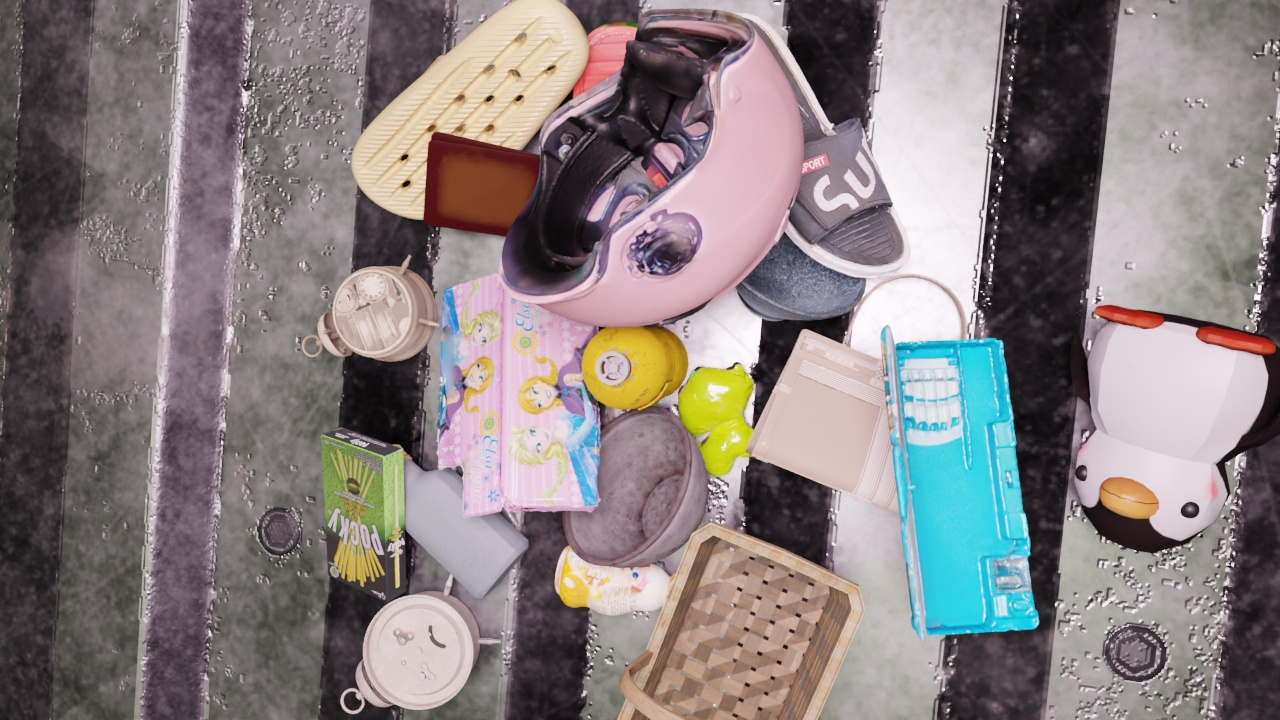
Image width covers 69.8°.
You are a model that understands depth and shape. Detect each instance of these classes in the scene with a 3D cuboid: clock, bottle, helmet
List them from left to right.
[{"bbox_3d":[-0.263,-0.038,0.873,0.141,0.054,0.093,-24,86,9],"label":"clock"},{"bbox_3d":[-0.219,0.282,0.871,0.157,0.061,0.103,-37,85,3],"label":"clock"},{"bbox_3d":[-0.185,0.144,0.864,0.161,0.046,0.072,42,109,8],"label":"bottle"},{"bbox_3d":[-0.020,0.199,0.825,0.109,0.063,0.063,10,93,13],"label":"bottle"},{"bbox_3d":[-0.005,0.004,0.765,0.071,0.163,0.071,0,91,11],"label":"bottle"},{"bbox_3d":[0.014,-0.125,0.687,0.152,0.230,0.255,36,95,-35],"label":"helmet"}]

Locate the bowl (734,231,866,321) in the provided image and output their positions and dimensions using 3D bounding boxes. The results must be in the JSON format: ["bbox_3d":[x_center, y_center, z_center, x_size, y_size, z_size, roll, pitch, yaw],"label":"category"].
[{"bbox_3d":[0.117,-0.072,0.783,0.137,0.136,0.057,35,137,8],"label":"bowl"}]

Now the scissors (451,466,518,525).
[{"bbox_3d":[-0.128,0.070,0.869,0.118,0.014,0.161,34,101,10],"label":"scissors"}]

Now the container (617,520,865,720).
[{"bbox_3d":[0.070,0.269,0.746,0.157,0.186,0.250,22,96,10],"label":"container"}]

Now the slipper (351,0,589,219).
[{"bbox_3d":[-0.148,-0.227,0.829,0.262,0.079,0.111,-35,114,26],"label":"slipper"}]

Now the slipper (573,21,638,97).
[{"bbox_3d":[-0.016,-0.168,0.816,0.104,0.059,0.248,-1,90,13],"label":"slipper"}]

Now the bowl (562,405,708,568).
[{"bbox_3d":[0.006,0.119,0.798,0.145,0.067,0.144,-28,44,31],"label":"bowl"}]

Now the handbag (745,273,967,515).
[{"bbox_3d":[0.208,0.021,0.774,0.175,0.062,0.198,22,88,2],"label":"handbag"}]

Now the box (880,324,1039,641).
[{"bbox_3d":[0.222,0.094,0.702,0.085,0.170,0.227,-17,73,52],"label":"box"}]

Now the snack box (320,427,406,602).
[{"bbox_3d":[-0.259,0.144,0.861,0.080,0.025,0.148,14,110,29],"label":"snack box"}]

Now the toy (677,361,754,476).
[{"bbox_3d":[0.069,0.050,0.818,0.094,0.036,0.093,-40,90,14],"label":"toy"}]

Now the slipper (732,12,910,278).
[{"bbox_3d":[0.139,-0.185,0.762,0.111,0.063,0.263,-27,81,-26],"label":"slipper"}]

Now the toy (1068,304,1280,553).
[{"bbox_3d":[0.411,0.057,0.718,0.159,0.139,0.184,21,107,42],"label":"toy"}]

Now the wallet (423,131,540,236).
[{"bbox_3d":[-0.134,-0.155,0.827,0.115,0.018,0.092,9,128,-7],"label":"wallet"}]

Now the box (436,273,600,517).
[{"bbox_3d":[-0.113,0.020,0.805,0.160,0.063,0.230,-6,69,9],"label":"box"}]
